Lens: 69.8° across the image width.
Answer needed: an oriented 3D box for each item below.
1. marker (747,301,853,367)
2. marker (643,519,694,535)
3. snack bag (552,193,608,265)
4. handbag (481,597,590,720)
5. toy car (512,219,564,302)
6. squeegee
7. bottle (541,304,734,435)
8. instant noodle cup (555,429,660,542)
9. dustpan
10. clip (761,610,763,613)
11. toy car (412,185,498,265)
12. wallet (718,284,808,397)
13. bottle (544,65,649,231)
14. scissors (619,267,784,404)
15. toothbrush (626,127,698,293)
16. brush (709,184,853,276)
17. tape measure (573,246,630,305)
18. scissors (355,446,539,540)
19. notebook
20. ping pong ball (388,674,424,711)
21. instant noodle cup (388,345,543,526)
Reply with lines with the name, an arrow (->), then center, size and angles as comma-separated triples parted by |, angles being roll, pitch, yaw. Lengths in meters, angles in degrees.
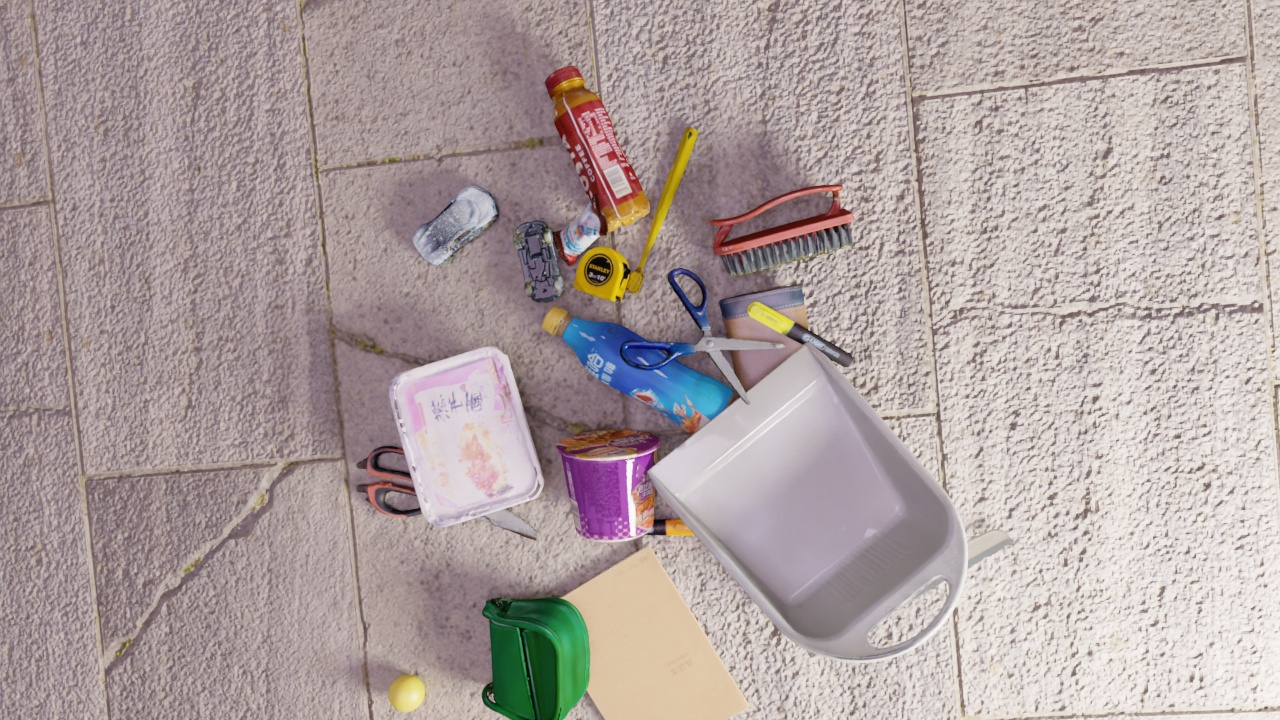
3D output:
marker -> 0.166, -0.027, 0.954 | 0.124, 0.015, 0.018 | 29, 99, 0
marker -> 0.016, 0.185, 1.013 | 0.124, 0.015, 0.018 | -2, 87, 9
snack bag -> -0.062, -0.137, 0.980 | 0.026, 0.106, 0.045 | -7, 77, -32
handbag -> -0.120, 0.326, 1.006 | 0.120, 0.067, 0.131 | 6, 103, 25
toy car -> -0.111, -0.108, 1.009 | 0.043, 0.034, 0.090 | -13, 93, 5
squeegee -> 0.224, 0.144, 0.973 | 0.246, 0.039, 0.246 | -29, 88, -3
bottle -> -0.006, 0.006, 0.985 | 0.219, 0.065, 0.065 | 31, 95, 5
instant noodle cup -> -0.030, 0.133, 0.976 | 0.111, 0.111, 0.099 | -4, 101, 7
dustpan -> 0.176, 0.147, 0.879 | 0.222, 0.142, 0.258 | -39, 93, -4
clip -> 0.165, 0.232, 0.988 | 0.101, 0.035, 0.076 | -31, 87, 3
toy car -> -0.206, -0.151, 1.021 | 0.105, 0.031, 0.049 | -40, 88, 6
wallet -> 0.139, -0.019, 0.983 | 0.090, 0.033, 0.115 | -11, 92, 10
bottle -> -0.049, -0.228, 0.984 | 0.057, 0.057, 0.175 | -24, 89, 7
scissors -> 0.061, -0.025, 0.955 | 0.176, 0.012, 0.162 | -8, 68, -3
toothbrush -> 0.023, -0.162, 0.998 | 0.016, 0.016, 0.190 | 21, 95, 5
brush -> 0.146, -0.137, 0.961 | 0.146, 0.063, 0.069 | -14, 102, 9
tape measure -> -0.039, -0.094, 1.001 | 0.060, 0.029, 0.057 | 20, 94, 26
scissors -> -0.220, 0.171, 1.043 | 0.177, 0.015, 0.210 | -34, 87, 6
notebook -> 0.002, 0.331, 1.023 | 0.149, 0.012, 0.211 | -32, 89, 7
ping pong ball -> -0.266, 0.378, 1.043 | 0.040, 0.040, 0.040 | 0, 92, 7
instant noodle cup -> -0.187, 0.083, 1.006 | 0.138, 0.060, 0.173 | -17, 85, 2
